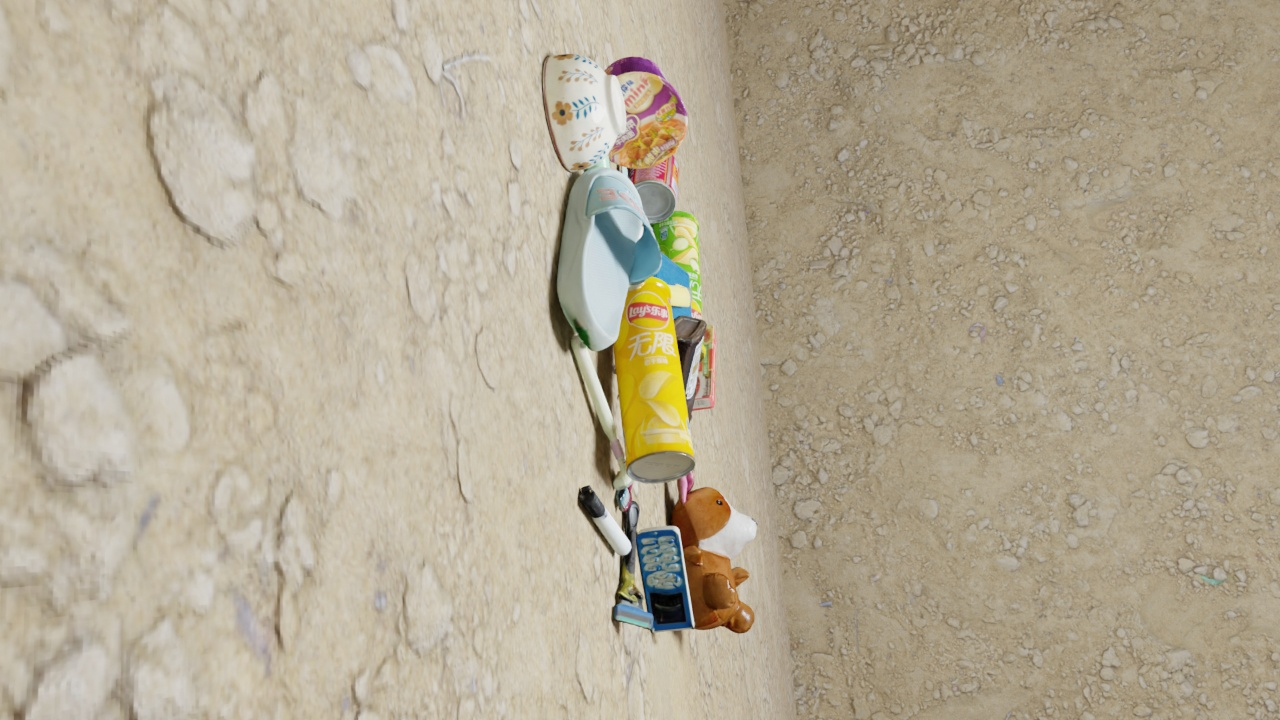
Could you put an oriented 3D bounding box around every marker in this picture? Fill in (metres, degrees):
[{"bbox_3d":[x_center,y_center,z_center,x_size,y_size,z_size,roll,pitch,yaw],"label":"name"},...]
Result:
[{"bbox_3d":[-0.032,0.153,0.868,0.131,0.018,0.022,66,12,-55],"label":"marker"}]

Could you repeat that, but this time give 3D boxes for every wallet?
[{"bbox_3d":[0.029,-0.068,1.163,0.106,0.040,0.133,28,51,-46],"label":"wallet"}]

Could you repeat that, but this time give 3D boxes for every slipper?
[{"bbox_3d":[-0.024,-0.108,0.885,0.244,0.074,0.104,-82,149,-47],"label":"slipper"}]

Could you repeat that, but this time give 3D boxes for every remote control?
[{"bbox_3d":[0.028,0.245,1.027,0.024,0.049,0.125,-56,139,-76],"label":"remote control"}]

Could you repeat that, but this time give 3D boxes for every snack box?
[{"bbox_3d":[0.066,0.011,1.271,0.152,0.075,0.025,-83,161,-48],"label":"snack box"}]

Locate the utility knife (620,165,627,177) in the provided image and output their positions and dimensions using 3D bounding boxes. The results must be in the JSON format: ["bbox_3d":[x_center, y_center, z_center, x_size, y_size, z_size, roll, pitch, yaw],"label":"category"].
[{"bbox_3d":[-0.021,-0.297,1.175,0.034,0.018,0.206,59,28,-64],"label":"utility knife"}]

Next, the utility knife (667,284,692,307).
[{"bbox_3d":[0.016,-0.084,1.095,0.194,0.020,0.031,7,68,-62],"label":"utility knife"}]

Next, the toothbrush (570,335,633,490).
[{"bbox_3d":[-0.038,0.053,0.897,0.029,0.020,0.190,-44,133,-33],"label":"toothbrush"}]

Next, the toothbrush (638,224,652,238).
[{"bbox_3d":[-0.009,-0.149,1.126,0.026,0.027,0.220,43,19,-5],"label":"toothbrush"}]

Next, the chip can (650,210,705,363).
[{"bbox_3d":[0.050,-0.103,1.268,0.072,0.073,0.221,61,25,-61],"label":"chip can"}]

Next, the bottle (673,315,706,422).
[{"bbox_3d":[0.045,0.045,1.120,0.079,0.044,0.195,-51,151,-58],"label":"bottle"}]

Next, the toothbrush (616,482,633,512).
[{"bbox_3d":[-0.007,0.108,1.020,0.187,0.016,0.017,-72,143,-62],"label":"toothbrush"}]

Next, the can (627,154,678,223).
[{"bbox_3d":[0.016,-0.231,1.190,0.093,0.066,0.066,-84,163,-45],"label":"can"}]

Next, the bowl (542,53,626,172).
[{"bbox_3d":[-0.050,-0.247,0.902,0.113,0.062,0.113,-7,89,-79],"label":"bowl"}]

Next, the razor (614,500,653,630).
[{"bbox_3d":[-0.011,0.206,0.935,0.042,0.022,0.142,22,44,-24],"label":"razor"}]

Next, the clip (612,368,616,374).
[{"bbox_3d":[-0.003,0.015,1.046,0.104,0.035,0.081,-76,156,-48],"label":"clip"}]

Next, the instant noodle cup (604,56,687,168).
[{"bbox_3d":[-0.007,-0.289,1.044,0.099,0.111,0.112,-97,173,-53],"label":"instant noodle cup"}]

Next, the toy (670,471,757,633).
[{"bbox_3d":[0.093,0.244,1.189,0.140,0.130,0.199,61,15,-47],"label":"toy"}]

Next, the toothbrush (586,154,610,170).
[{"bbox_3d":[-0.042,-0.191,0.988,0.027,0.026,0.224,-129,-151,-77],"label":"toothbrush"}]

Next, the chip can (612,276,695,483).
[{"bbox_3d":[0.009,0.017,0.950,0.072,0.072,0.213,63,16,-58],"label":"chip can"}]
